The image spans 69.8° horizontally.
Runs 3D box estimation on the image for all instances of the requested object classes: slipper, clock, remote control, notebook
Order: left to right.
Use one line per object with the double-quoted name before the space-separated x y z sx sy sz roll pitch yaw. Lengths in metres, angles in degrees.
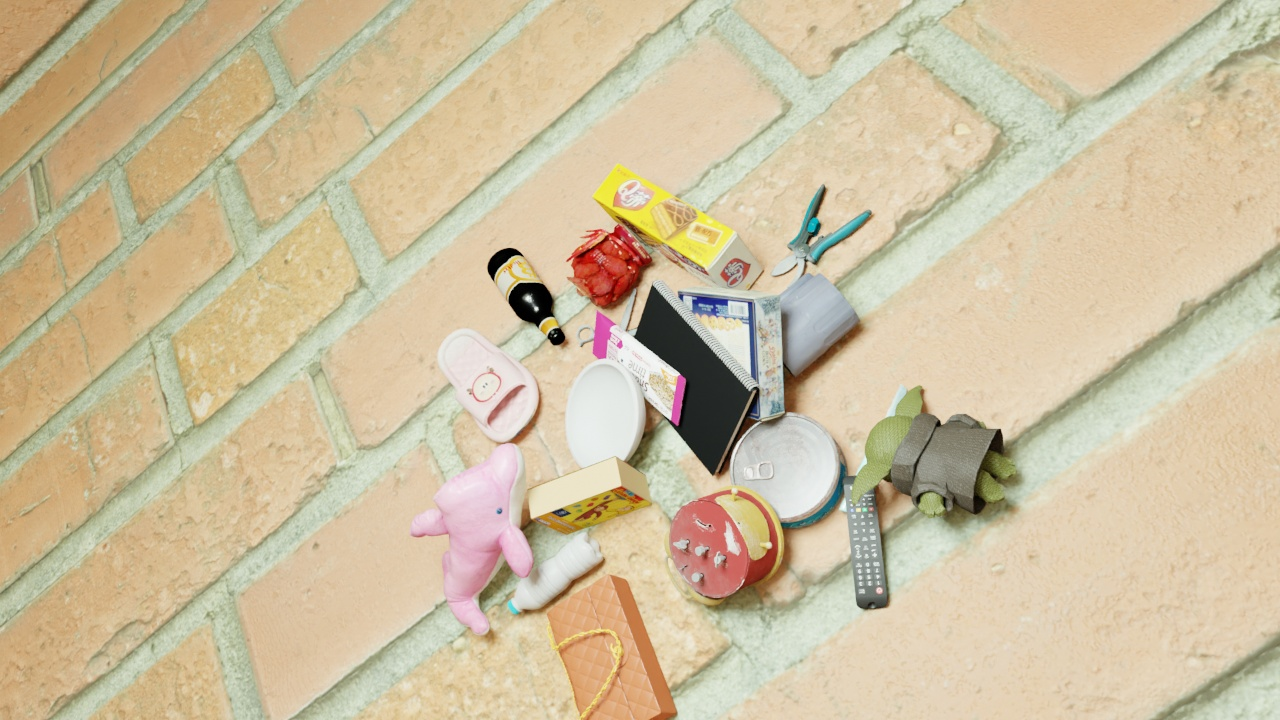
"slipper" -0.223 0.027 1.317 0.107 0.055 0.221 -46 55 0
"notebook" 0.057 0.019 1.130 0.206 0.016 0.149 50 138 33
"clock" 0.080 0.216 1.041 0.159 0.081 0.117 -46 66 35
"remote control" 0.247 0.198 1.012 0.033 0.015 0.146 -6 72 11

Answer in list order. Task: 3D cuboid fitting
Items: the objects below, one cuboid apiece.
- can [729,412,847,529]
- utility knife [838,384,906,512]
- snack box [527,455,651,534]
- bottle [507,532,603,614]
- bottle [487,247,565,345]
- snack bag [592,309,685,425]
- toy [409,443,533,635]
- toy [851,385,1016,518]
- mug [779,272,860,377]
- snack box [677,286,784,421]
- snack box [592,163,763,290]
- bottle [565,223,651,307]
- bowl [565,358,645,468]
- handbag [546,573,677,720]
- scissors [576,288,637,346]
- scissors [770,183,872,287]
"can" 0.173 0.129 1.074 0.130 0.044 0.129 -11 64 23
"utility knife" 0.271 0.102 1.055 0.022 0.015 0.165 23 77 18
"snack box" -0.063 0.171 1.150 0.126 0.088 0.040 -22 60 17
"bottle" -0.110 0.273 1.157 0.136 0.044 0.044 -39 56 7
"bottle" -0.160 -0.088 1.332 0.059 0.059 0.181 -41 56 5
"snack bag" -0.007 0.007 1.189 0.196 0.016 0.070 39 134 42
"toy" -0.220 0.214 1.144 0.186 0.127 0.266 49 129 47
"toy" 0.318 0.107 0.987 0.153 0.078 0.178 14 51 36
"mug" 0.195 -0.052 1.130 0.104 0.084 0.124 -40 30 5
"snack box" 0.106 -0.012 1.103 0.145 0.042 0.145 13 111 53
"snack box" 0.048 -0.173 1.232 0.230 0.110 0.061 37 89 34
"bottle" -0.052 -0.135 1.276 0.111 0.099 0.099 -43 56 1
"bowl" -0.037 0.074 1.192 0.150 0.043 0.149 -10 76 48
"handbag" -0.045 0.355 1.080 0.109 0.060 0.171 -34 57 15
"scissors" -0.034 -0.019 1.265 0.142 0.014 0.175 4 72 32
"scissors" 0.234 -0.163 1.187 0.125 0.019 0.154 1 71 30
